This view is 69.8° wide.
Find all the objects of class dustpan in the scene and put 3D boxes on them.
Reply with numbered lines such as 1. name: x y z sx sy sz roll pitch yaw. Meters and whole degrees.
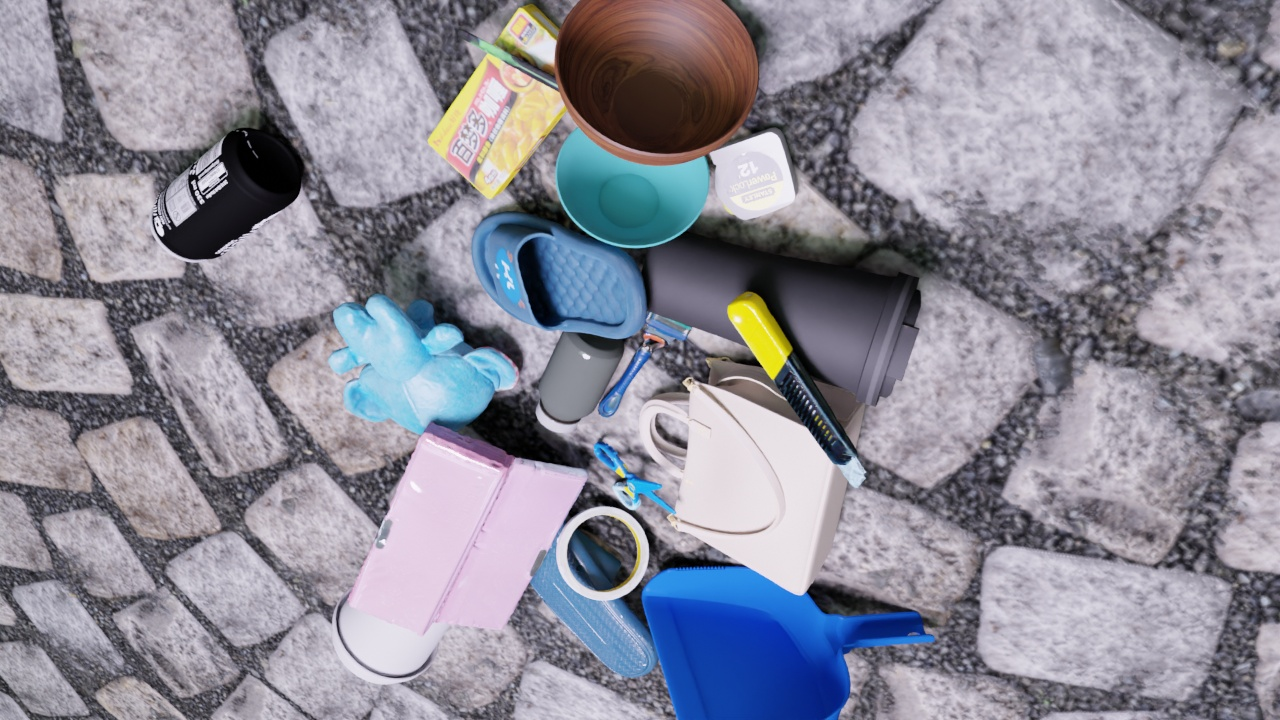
1. dustpan: 0.153 0.278 0.870 0.257 0.245 0.060 0 118 -14

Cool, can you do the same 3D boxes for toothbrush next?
1. toothbrush: -0.060 -0.216 0.723 0.188 0.017 0.014 29 151 0

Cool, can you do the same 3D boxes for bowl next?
1. bowl: -0.007 -0.139 0.743 0.121 0.121 0.046 28 164 4
2. bowl: 0.008 -0.202 0.683 0.147 0.147 0.069 31 163 2

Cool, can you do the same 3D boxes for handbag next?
1. handbag: 0.085 0.091 0.835 0.198 0.101 0.195 20 124 24

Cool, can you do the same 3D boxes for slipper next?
1. slipper: -0.056 0.248 0.991 0.213 0.059 0.104 52 129 3
2. slipper: -0.079 -0.065 0.787 0.214 0.059 0.104 20 125 40

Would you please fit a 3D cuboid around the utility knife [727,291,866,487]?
1. utility knife: 0.125 0.027 0.704 0.029 0.020 0.186 -19 111 46

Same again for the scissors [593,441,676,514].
1. scissors: -0.002 0.129 0.889 0.133 0.020 0.097 30 149 47

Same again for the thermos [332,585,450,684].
1. thermos: -0.247 0.258 1.038 0.131 0.131 0.222 39 117 -4

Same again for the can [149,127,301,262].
1. can: -0.397 -0.155 0.876 0.146 0.080 0.080 -25 107 30

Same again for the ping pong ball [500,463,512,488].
1. ping pong ball: -0.152 0.115 0.961 0.040 0.040 0.040 9 121 16

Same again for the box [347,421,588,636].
1. box: -0.173 0.183 0.915 0.180 0.050 0.233 19 115 -18

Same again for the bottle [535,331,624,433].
1. bottle: -0.060 0.015 0.857 0.060 0.060 0.109 30 124 3

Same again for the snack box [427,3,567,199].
1. snack box: -0.109 -0.212 0.766 0.075 0.025 0.153 43 124 -7

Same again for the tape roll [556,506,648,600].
1. tape roll: -0.039 0.197 0.939 0.094 0.094 0.019 40 165 -4

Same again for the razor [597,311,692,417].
1. razor: -0.005 0.005 0.856 0.044 0.018 0.141 25 129 -15

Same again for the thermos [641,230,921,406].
1. thermos: 0.112 -0.044 0.739 0.219 0.105 0.106 19 123 16

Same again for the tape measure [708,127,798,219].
1. tape measure: 0.090 -0.148 0.732 0.064 0.016 0.065 -13 113 27

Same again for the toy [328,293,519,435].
1. toy: -0.220 -0.005 0.880 0.184 0.114 0.181 -13 134 17
